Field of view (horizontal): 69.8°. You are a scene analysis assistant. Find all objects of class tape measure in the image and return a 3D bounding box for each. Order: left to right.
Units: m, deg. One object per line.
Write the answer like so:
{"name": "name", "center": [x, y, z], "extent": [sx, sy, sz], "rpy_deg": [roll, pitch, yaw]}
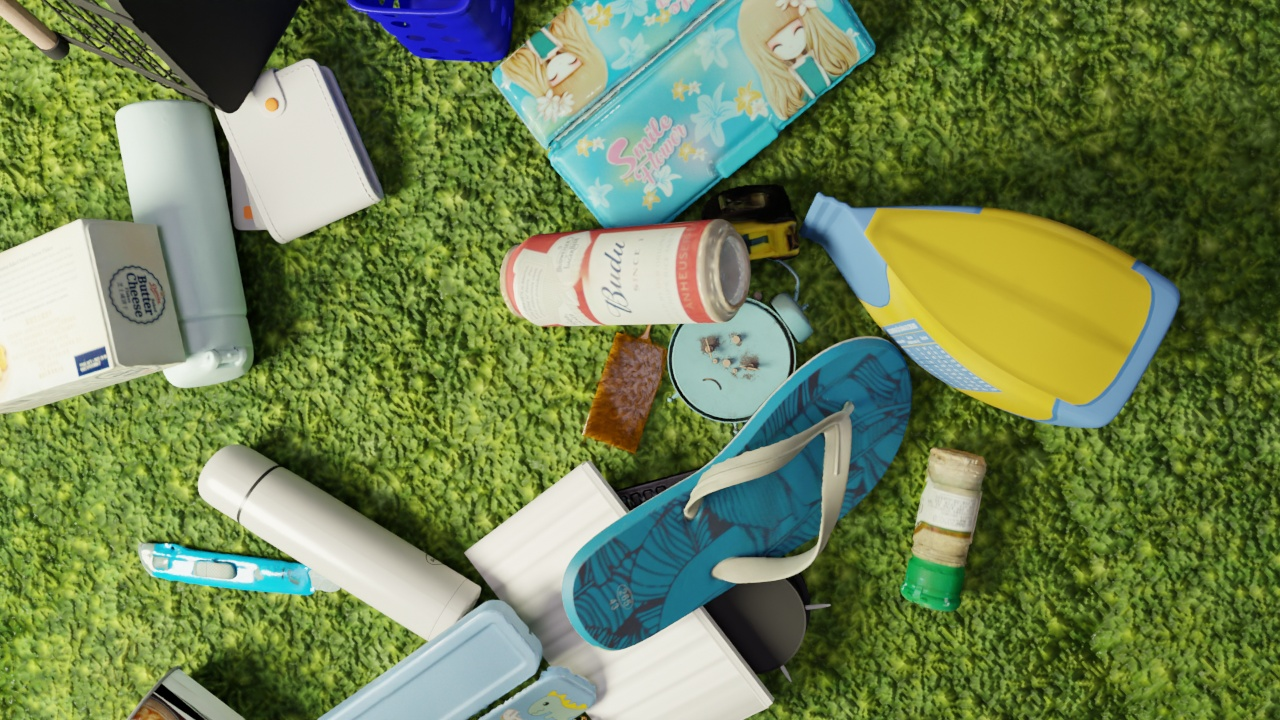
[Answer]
{"name": "tape measure", "center": [0.075, -0.099, 0.642], "extent": [0.063, 0.067, 0.038], "rpy_deg": [-9, 128, 6]}

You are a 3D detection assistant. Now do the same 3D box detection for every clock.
{"name": "clock", "center": [0.068, 0.177, 0.667], "extent": [0.121, 0.042, 0.091], "rpy_deg": [27, 95, 4]}
{"name": "clock", "center": [0.070, -0.015, 0.653], "extent": [0.090, 0.053, 0.124], "rpy_deg": [26, 95, 3]}

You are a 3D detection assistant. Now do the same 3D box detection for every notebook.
{"name": "notebook", "center": [-0.021, 0.190, 0.666], "extent": [0.143, 0.009, 0.210], "rpy_deg": [-39, 88, 30]}

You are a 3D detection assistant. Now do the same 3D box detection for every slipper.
{"name": "slipper", "center": [0.083, 0.095, 0.607], "extent": [0.294, 0.060, 0.118], "rpy_deg": [-33, 115, -15]}

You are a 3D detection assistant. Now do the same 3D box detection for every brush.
{"name": "brush", "center": [-0.004, 0.004, 0.679], "extent": [0.048, 0.017, 0.126], "rpy_deg": [19, 94, 5]}

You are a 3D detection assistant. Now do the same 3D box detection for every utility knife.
{"name": "utility knife", "center": [-0.314, 0.165, 0.720], "extent": [0.175, 0.015, 0.031], "rpy_deg": [4, 97, 4]}

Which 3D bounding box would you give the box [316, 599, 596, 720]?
{"name": "box", "center": [-0.144, 0.269, 0.670], "extent": [0.209, 0.034, 0.127], "rpy_deg": [-36, 112, 11]}

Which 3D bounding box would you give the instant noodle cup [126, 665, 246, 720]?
{"name": "instant noodle cup", "center": [-0.329, 0.314, 0.683], "extent": [0.122, 0.123, 0.123], "rpy_deg": [31, 95, -5]}

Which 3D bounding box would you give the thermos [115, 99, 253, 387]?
{"name": "thermos", "center": [-0.338, -0.084, 0.686], "extent": [0.078, 0.065, 0.207], "rpy_deg": [-8, 92, 40]}

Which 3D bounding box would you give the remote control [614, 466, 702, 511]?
{"name": "remote control", "center": [0.032, 0.105, 0.679], "extent": [0.150, 0.022, 0.047], "rpy_deg": [-15, 90, 5]}

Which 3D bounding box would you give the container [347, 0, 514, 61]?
{"name": "container", "center": [-0.139, -0.262, 0.633], "extent": [0.085, 0.113, 0.084], "rpy_deg": [6, 93, 5]}

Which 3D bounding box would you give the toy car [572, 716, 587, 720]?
{"name": "toy car", "center": [-0.067, 0.321, 0.684], "extent": [0.047, 0.047, 0.112], "rpy_deg": [11, 93, 0]}

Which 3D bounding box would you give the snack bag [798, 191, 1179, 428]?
{"name": "snack bag", "center": [0.198, -0.046, 0.586], "extent": [0.205, 0.159, 0.102], "rpy_deg": [28, 93, 5]}

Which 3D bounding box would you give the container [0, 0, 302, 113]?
{"name": "container", "center": [-0.310, -0.305, 0.605], "extent": [0.130, 0.163, 0.241], "rpy_deg": [24, 80, 4]}

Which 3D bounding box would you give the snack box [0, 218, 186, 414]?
{"name": "snack box", "center": [-0.430, -0.027, 0.669], "extent": [0.208, 0.057, 0.104], "rpy_deg": [-12, 90, 27]}

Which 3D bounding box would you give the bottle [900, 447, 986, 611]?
{"name": "bottle", "center": [0.215, 0.118, 0.649], "extent": [0.043, 0.043, 0.111], "rpy_deg": [11, 93, 5]}

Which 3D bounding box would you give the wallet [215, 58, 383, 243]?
{"name": "wallet", "center": [-0.270, -0.153, 0.691], "extent": [0.115, 0.037, 0.118], "rpy_deg": [-22, 94, 6]}

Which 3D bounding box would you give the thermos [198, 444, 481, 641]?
{"name": "thermos", "center": [-0.228, 0.136, 0.690], "extent": [0.224, 0.052, 0.052], "rpy_deg": [30, 95, 4]}

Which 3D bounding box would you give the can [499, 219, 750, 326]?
{"name": "can", "center": [-0.013, -0.058, 0.626], "extent": [0.170, 0.067, 0.067], "rpy_deg": [1, 93, 31]}

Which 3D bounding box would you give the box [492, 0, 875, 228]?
{"name": "box", "center": [0.024, -0.212, 0.645], "extent": [0.227, 0.071, 0.182], "rpy_deg": [-39, 90, 6]}
